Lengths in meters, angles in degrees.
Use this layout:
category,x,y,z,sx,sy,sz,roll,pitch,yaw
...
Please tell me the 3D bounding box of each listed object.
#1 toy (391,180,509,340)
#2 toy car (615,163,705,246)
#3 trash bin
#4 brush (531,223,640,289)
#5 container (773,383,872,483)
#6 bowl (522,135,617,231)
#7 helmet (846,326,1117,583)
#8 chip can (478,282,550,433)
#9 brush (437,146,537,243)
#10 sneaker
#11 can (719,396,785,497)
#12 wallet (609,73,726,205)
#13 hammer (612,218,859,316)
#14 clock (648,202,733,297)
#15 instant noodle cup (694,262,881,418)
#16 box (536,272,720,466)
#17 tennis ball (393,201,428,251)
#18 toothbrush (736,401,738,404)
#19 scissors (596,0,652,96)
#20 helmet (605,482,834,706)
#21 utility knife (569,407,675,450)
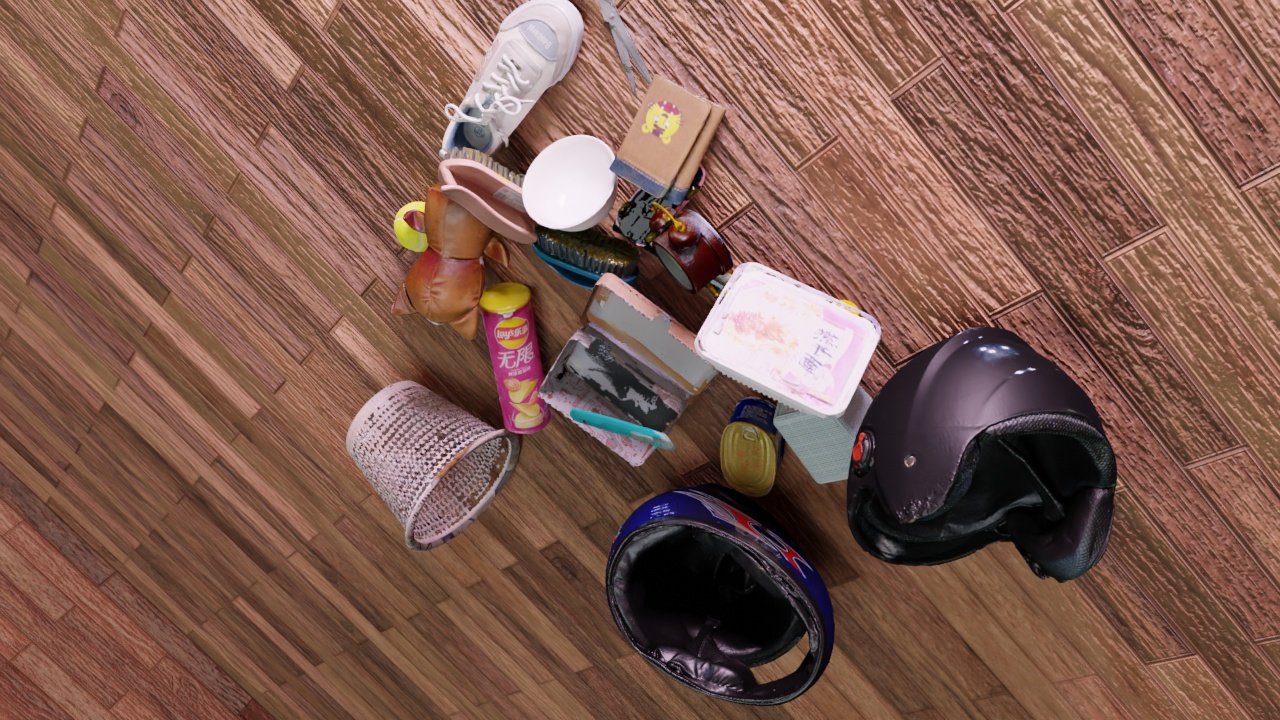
category,x,y,z,sx,sy,sz,roll,pitch,yaw
toy,-0.236,-0.133,1.163,0.140,0.130,0.200,18,99,14
toy car,0.023,-0.184,1.036,0.056,0.037,0.123,47,118,4
trash bin,-0.327,0.142,1.387,0.192,0.226,0.228,37,134,19
brush,-0.069,-0.124,1.130,0.144,0.055,0.074,23,137,14
container,0.218,0.070,1.064,0.090,0.089,0.111,-19,126,38
bowl,-0.070,-0.193,1.064,0.118,0.118,0.064,8,165,26
helmet,0.335,0.101,0.943,0.233,0.229,0.276,24,137,-21
chip can,-0.171,0.000,1.270,0.071,0.071,0.211,11,128,23
brush,-0.173,-0.191,1.063,0.063,0.073,0.145,-21,148,34
sneaker,-0.156,-0.305,1.025,0.089,0.090,0.243,44,132,-6
can,0.144,0.111,1.163,0.075,0.049,0.148,15,141,19
wallet,0.029,-0.235,0.982,0.090,0.033,0.115,30,106,9
hammer,0.099,-0.088,1.074,0.301,0.032,0.129,33,132,5
clock,0.050,-0.126,0.994,0.122,0.055,0.082,54,173,-35
instant noodle cup,0.156,-0.015,0.995,0.173,0.137,0.060,27,154,9
box,-0.007,0.006,1.154,0.178,0.105,0.261,36,134,2
tennis ball,-0.293,-0.177,1.215,0.065,0.065,0.066,16,129,20
toothbrush,0.202,0.098,1.162,0.181,0.018,0.016,26,129,10
scissors,-0.036,-0.366,0.965,0.156,0.014,0.169,25,134,10
helmet,0.113,0.302,1.206,0.316,0.240,0.247,26,97,21
utility knife,-0.026,0.087,1.168,0.151,0.012,0.029,14,134,24
